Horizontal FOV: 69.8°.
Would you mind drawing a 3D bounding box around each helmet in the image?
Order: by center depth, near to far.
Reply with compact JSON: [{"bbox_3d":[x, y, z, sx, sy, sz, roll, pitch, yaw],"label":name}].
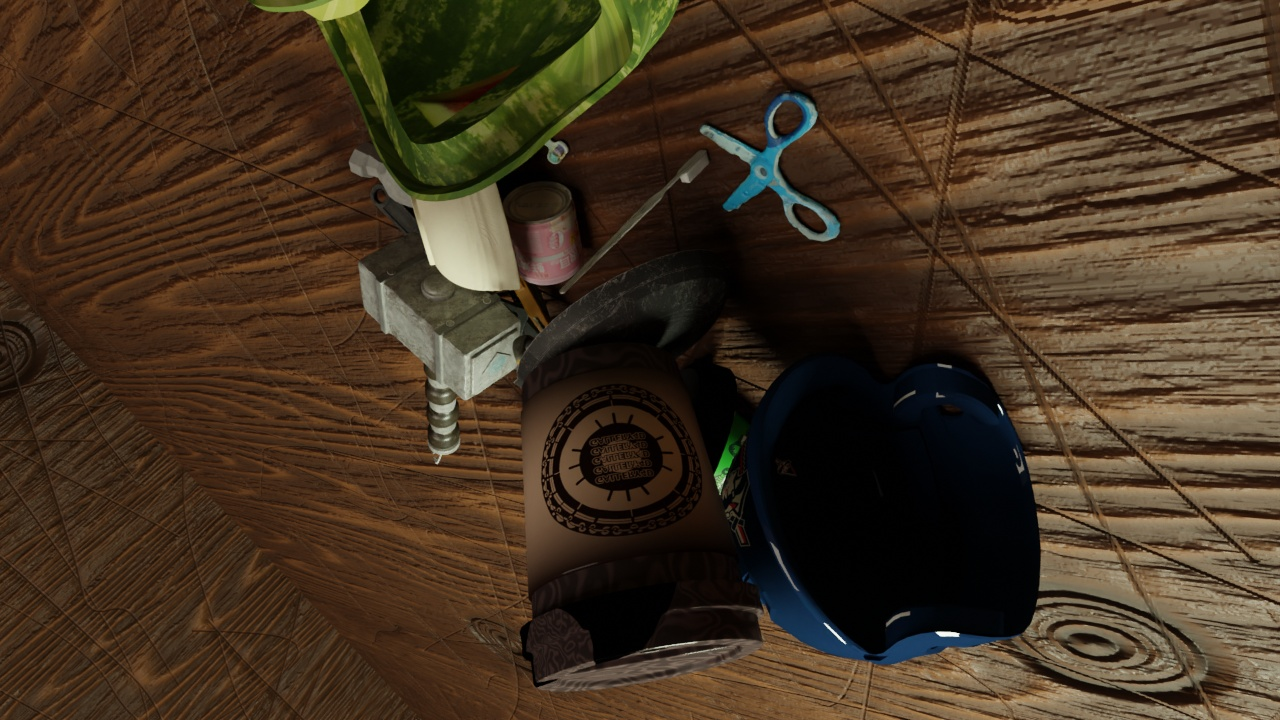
[{"bbox_3d":[-0.101,-0.251,0.572,0.213,0.247,0.243,57,-172,-53],"label":"helmet"},{"bbox_3d":[0.163,0.118,0.734,0.224,0.231,0.272,-14,143,38],"label":"helmet"}]

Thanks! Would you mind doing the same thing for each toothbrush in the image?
[{"bbox_3d":[-0.001,-0.104,0.693,0.010,0.181,0.010,15,142,42],"label":"toothbrush"},{"bbox_3d":[-0.126,-0.233,0.813,0.155,0.015,0.022,42,112,-4],"label":"toothbrush"}]

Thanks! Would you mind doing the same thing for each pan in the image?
[{"bbox_3d":[-0.006,0.005,0.855,0.040,0.207,0.357,59,172,18],"label":"pan"},{"bbox_3d":[0.003,0.101,0.934,0.034,0.225,0.357,28,174,-12],"label":"pan"}]

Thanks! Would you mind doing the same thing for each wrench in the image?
[{"bbox_3d":[-0.202,-0.094,1.008,0.273,0.018,0.073,46,113,6],"label":"wrench"}]

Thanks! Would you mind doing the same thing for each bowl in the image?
[{"bbox_3d":[-0.167,-0.130,0.849,0.151,0.075,0.150,164,91,-80],"label":"bowl"}]

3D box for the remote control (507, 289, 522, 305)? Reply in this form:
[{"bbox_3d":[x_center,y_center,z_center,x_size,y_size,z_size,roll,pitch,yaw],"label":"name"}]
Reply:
[{"bbox_3d":[-0.145,-0.099,0.989,0.030,0.009,0.140,5,133,41],"label":"remote control"}]

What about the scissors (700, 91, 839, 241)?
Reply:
[{"bbox_3d":[0.104,-0.148,0.697,0.134,0.011,0.140,37,146,7],"label":"scissors"}]

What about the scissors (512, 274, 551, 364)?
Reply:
[{"bbox_3d":[-0.095,-0.022,0.935,0.229,0.016,0.225,65,-170,14],"label":"scissors"}]

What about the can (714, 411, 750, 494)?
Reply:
[{"bbox_3d":[0.104,0.116,0.929,0.140,0.087,0.088,42,146,-3],"label":"can"}]

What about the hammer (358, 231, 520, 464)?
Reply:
[{"bbox_3d":[-0.224,0.026,1.038,0.177,0.079,0.327,39,145,21],"label":"hammer"}]

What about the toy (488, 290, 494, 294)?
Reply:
[{"bbox_3d":[-0.191,-0.051,1.055,0.135,0.045,0.092,54,141,-9],"label":"toy"}]

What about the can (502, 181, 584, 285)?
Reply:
[{"bbox_3d":[-0.091,-0.119,0.864,0.067,0.067,0.076,21,141,26],"label":"can"}]

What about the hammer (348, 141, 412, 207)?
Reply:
[{"bbox_3d":[-0.229,-0.277,0.843,0.131,0.039,0.329,27,144,16],"label":"hammer"}]

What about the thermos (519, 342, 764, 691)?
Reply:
[{"bbox_3d":[-0.013,0.115,0.692,0.172,0.225,0.173,-9,154,-4],"label":"thermos"}]
